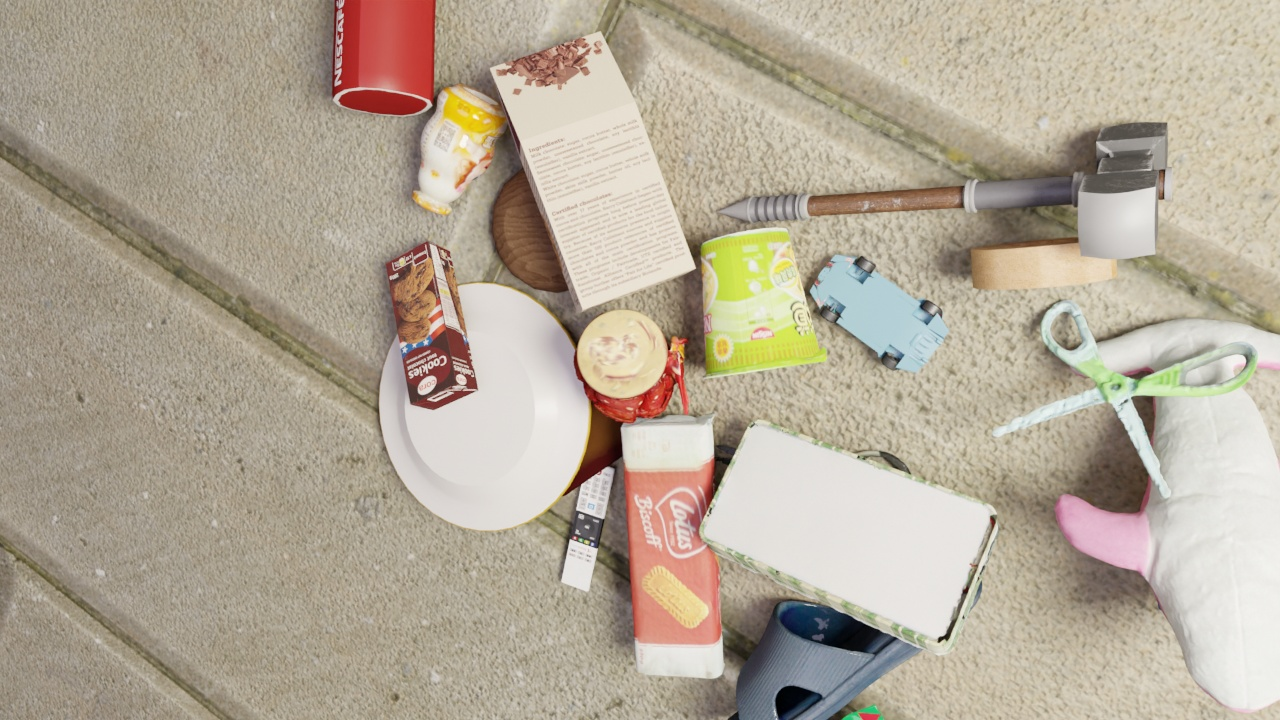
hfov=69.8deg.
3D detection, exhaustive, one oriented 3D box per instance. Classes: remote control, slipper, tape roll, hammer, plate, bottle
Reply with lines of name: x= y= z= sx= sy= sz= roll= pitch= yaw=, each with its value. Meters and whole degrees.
remote control: x=-0.048 y=0.152 z=0.846 sx=0.028 sy=0.011 sz=0.124 roll=16 pitch=104 yaw=16
slipper: x=0.149 y=0.228 z=0.747 sx=0.264 sy=0.101 sz=0.082 roll=-40 pitch=86 yaw=17
tape roll: x=0.283 y=-0.069 z=0.648 sx=0.094 sy=0.093 sz=0.027 roll=-4 pitch=98 yaw=20
hammer: x=0.203 y=-0.118 z=0.672 sx=0.323 sy=0.155 sz=0.043 roll=2 pitch=121 yaw=32
plate: x=-0.152 y=0.044 z=0.838 sx=0.230 sy=0.021 sz=0.230 roll=1 pitch=92 yaw=24
bottle: x=-0.162 y=-0.182 z=0.798 sx=0.063 sy=0.063 sz=0.109 roll=33 pitch=109 yaw=11
bottle: x=-0.004 y=0.004 z=0.749 sx=0.099 sy=0.111 sz=0.099 roll=0 pitch=79 yaw=1

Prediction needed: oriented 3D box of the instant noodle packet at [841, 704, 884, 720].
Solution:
instant noodle packet: x=0.142 y=0.426 z=0.787 sx=0.253 sy=0.090 sz=0.195 roll=-33 pitch=88 yaw=21

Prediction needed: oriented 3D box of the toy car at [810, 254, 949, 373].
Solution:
toy car: x=0.188 y=-0.039 z=0.722 sx=0.108 sy=0.027 sz=0.060 roll=40 pitch=110 yaw=19

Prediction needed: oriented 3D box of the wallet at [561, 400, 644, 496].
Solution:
wallet: x=-0.053 y=0.061 z=0.821 sx=0.116 sy=0.018 sz=0.091 roll=-35 pitch=77 yaw=18

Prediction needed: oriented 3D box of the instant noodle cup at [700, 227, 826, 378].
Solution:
instant noodle cup: x=0.089 y=-0.045 z=0.725 sx=0.099 sy=0.098 sz=0.108 roll=-10 pitch=88 yaw=20

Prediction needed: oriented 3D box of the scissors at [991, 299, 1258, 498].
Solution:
scissors: x=0.328 y=0.020 z=0.634 sx=0.172 sy=0.021 sz=0.171 roll=-20 pitch=53 yaw=19

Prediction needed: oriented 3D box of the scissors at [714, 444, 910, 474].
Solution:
scissors: x=0.146 y=0.091 z=0.770 sx=0.169 sy=0.012 sz=0.133 roll=45 pitch=110 yaw=11

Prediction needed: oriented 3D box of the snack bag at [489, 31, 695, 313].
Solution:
snack bag: x=-0.040 y=-0.152 z=0.739 sx=0.094 sy=0.070 sz=0.206 roll=-21 pitch=93 yaw=-6

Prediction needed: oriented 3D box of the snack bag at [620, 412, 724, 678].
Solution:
snack bag: x=0.029 y=0.159 z=0.783 sx=0.077 sy=0.041 sz=0.225 roll=-2 pitch=99 yaw=12

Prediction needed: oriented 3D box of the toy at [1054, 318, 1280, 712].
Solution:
toy: x=0.385 y=0.102 z=0.628 sx=0.187 sy=0.128 sz=0.265 roll=-4 pitch=66 yaw=23

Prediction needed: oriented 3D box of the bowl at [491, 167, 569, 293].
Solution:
bowl: x=-0.082 y=-0.116 z=0.800 sx=0.118 sy=0.030 sz=0.118 roll=3 pitch=101 yaw=19

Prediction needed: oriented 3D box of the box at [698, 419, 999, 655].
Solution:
box: x=0.157 y=0.131 z=0.706 sx=0.206 sy=0.050 sz=0.117 roll=19 pitch=72 yaw=27

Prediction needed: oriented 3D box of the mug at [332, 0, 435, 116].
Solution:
mug: x=-0.227 y=-0.267 z=0.795 sx=0.117 sy=0.080 sz=0.096 roll=2 pitch=90 yaw=57

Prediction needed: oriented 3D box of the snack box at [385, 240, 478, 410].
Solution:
snack box: x=-0.188 y=-0.031 z=0.823 sx=0.051 sy=0.031 sz=0.140 roll=-23 pitch=69 yaw=21
